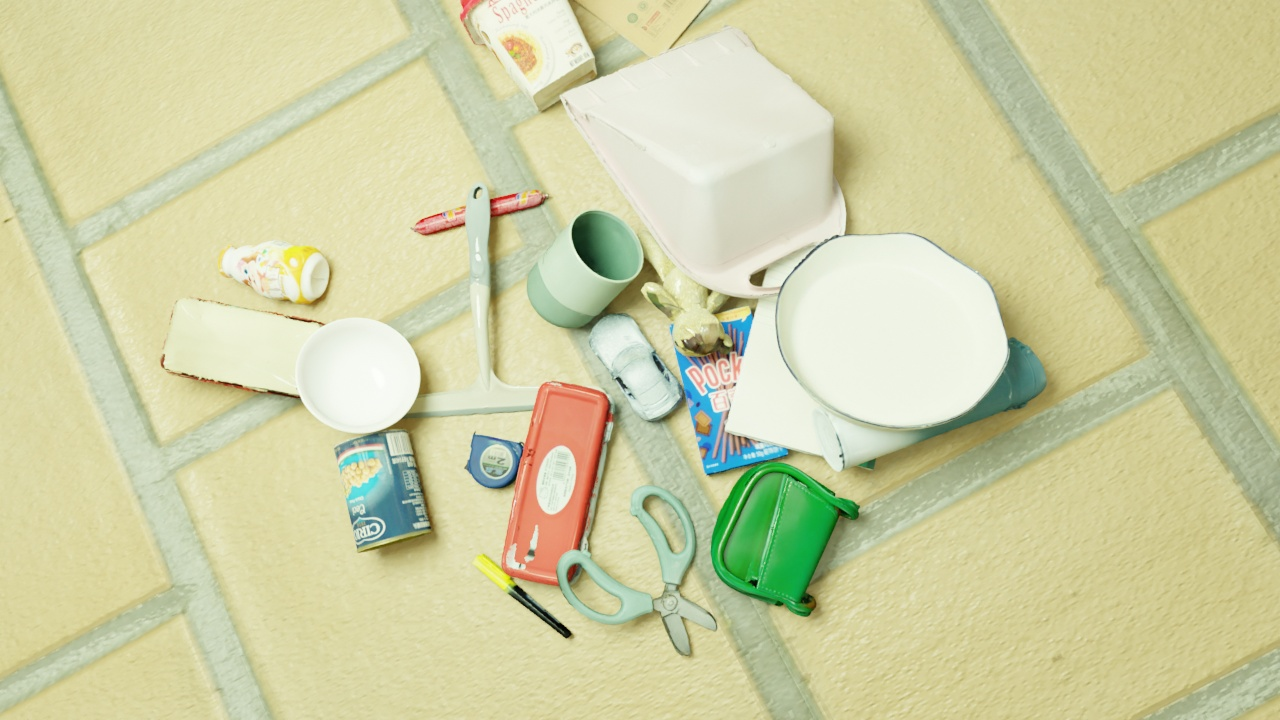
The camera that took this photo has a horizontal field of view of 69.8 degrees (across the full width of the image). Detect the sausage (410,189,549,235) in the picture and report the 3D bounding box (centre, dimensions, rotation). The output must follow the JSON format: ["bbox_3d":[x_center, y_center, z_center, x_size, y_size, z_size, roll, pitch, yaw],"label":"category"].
[{"bbox_3d":[-0.172,-0.160,0.983,0.156,0.020,0.020,-14,81,4],"label":"sausage"}]

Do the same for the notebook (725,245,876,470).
[{"bbox_3d":[0.180,-0.011,0.908,0.150,0.012,0.209,15,79,-1],"label":"notebook"}]

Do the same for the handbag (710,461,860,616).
[{"bbox_3d":[0.134,0.169,0.883,0.120,0.068,0.131,26,85,2],"label":"handbag"}]

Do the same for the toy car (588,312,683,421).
[{"bbox_3d":[-0.005,0.005,0.933,0.054,0.037,0.120,-35,77,1],"label":"toy car"}]

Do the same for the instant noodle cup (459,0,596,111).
[{"bbox_3d":[-0.110,-0.340,0.959,0.116,0.116,0.124,-33,91,1],"label":"instant noodle cup"}]

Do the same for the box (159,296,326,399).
[{"bbox_3d":[-0.406,-0.014,0.958,0.168,0.079,0.091,10,84,7],"label":"box"}]

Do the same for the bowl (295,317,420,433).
[{"bbox_3d":[-0.287,0.023,0.926,0.118,0.065,0.118,7,70,-21],"label":"bowl"}]

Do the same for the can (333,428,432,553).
[{"bbox_3d":[-0.260,0.129,0.924,0.075,0.075,0.111,-17,80,4],"label":"can"}]

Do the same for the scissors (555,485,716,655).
[{"bbox_3d":[-0.007,0.217,0.895,0.177,0.019,0.174,-15,85,-15],"label":"scissors"}]

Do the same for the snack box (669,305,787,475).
[{"bbox_3d":[0.087,0.029,0.923,0.084,0.026,0.157,-14,81,4],"label":"snack box"}]

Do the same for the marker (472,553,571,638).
[{"bbox_3d":[-0.118,0.237,0.922,0.124,0.018,0.015,37,93,9],"label":"marker"}]

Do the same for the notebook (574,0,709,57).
[{"bbox_3d":[-0.013,-0.442,1.009,0.207,0.008,0.148,39,88,10],"label":"notebook"}]

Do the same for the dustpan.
[{"bbox_3d":[0.076,-0.193,0.924,0.222,0.139,0.273,-25,49,-17],"label":"dustpan"}]

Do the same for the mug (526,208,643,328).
[{"bbox_3d":[-0.052,-0.095,0.917,0.082,0.107,0.111,42,48,-6],"label":"mug"}]

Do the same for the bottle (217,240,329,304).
[{"bbox_3d":[-0.391,-0.097,0.976,0.108,0.063,0.063,11,83,8],"label":"bottle"}]

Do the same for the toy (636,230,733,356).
[{"bbox_3d":[0.038,-0.069,0.910,0.066,0.105,0.157,-52,49,39],"label":"toy"}]

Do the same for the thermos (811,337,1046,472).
[{"bbox_3d":[0.274,0.042,0.866,0.220,0.070,0.070,-18,80,-7],"label":"thermos"}]

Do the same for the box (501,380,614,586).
[{"bbox_3d":[-0.081,0.123,0.920,0.087,0.048,0.201,12,89,-1],"label":"box"}]

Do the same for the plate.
[{"bbox_3d":[0.225,-0.024,0.839,0.205,0.046,0.204,-1,62,2],"label":"plate"}]

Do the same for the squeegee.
[{"bbox_3d":[-0.163,-0.067,0.947,0.246,0.039,0.246,-3,87,6],"label":"squeegee"}]

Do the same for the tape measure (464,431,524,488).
[{"bbox_3d":[-0.149,0.104,0.940,0.058,0.025,0.054,10,85,12],"label":"tape measure"}]
